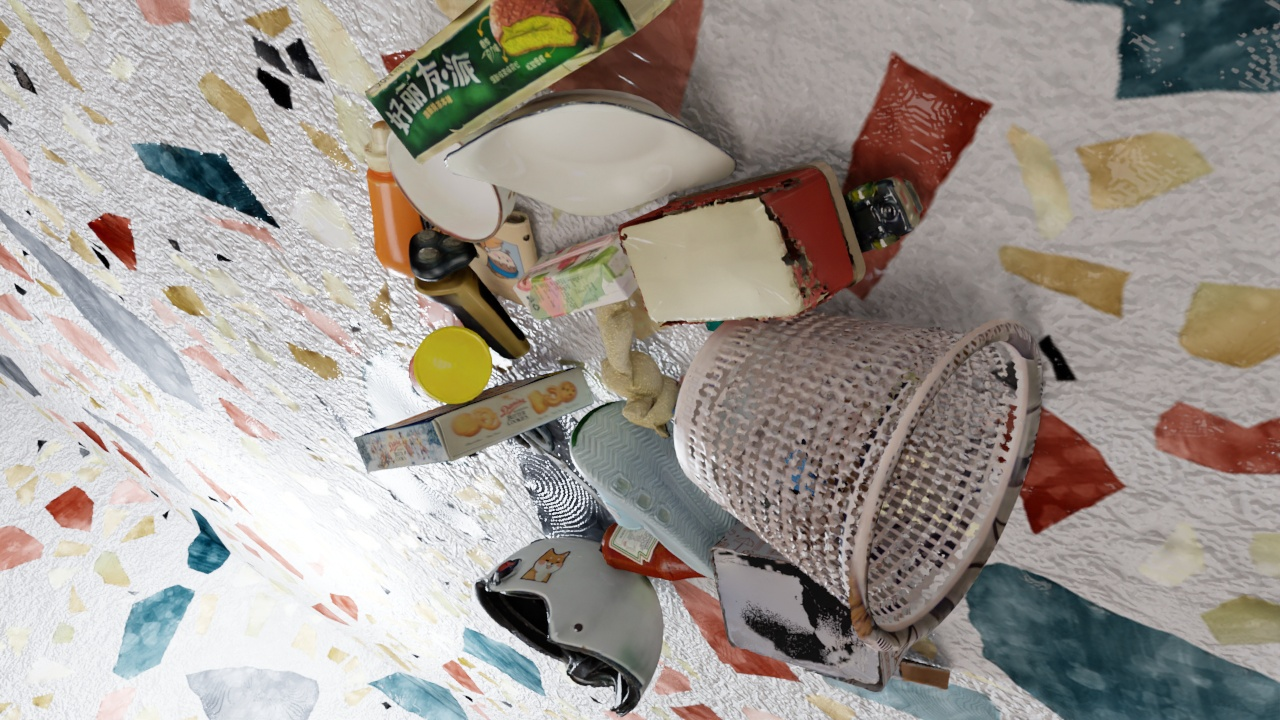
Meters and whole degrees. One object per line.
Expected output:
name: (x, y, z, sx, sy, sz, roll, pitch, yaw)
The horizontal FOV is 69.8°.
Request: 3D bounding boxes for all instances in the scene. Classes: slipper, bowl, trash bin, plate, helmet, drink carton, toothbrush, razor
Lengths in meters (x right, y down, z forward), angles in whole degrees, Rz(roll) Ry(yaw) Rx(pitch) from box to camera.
slipper: (0.018, 0.133, 0.932, 0.074, 0.103, 0.245, -8, 133, 50)
bowl: (-0.144, -0.160, 0.750, 0.113, 0.062, 0.114, 23, 143, 18)
trash bin: (0.139, 0.056, 0.646, 0.192, 0.227, 0.228, 24, 147, 41)
plate: (-0.033, -0.147, 0.634, 0.164, 0.034, 0.164, -10, 166, 41)
helmet: (-0.076, 0.315, 1.186, 0.274, 0.156, 0.230, 12, 142, 49)
drink carton: (-0.050, -0.073, 0.778, 0.123, 0.053, 0.045, -10, 125, 47)
toothbrush: (0.172, 0.123, 0.852, 0.014, 0.016, 0.190, 42, 146, -22)
razor: (-0.155, -0.057, 0.865, 0.068, 0.062, 0.167, -28, 137, 9)

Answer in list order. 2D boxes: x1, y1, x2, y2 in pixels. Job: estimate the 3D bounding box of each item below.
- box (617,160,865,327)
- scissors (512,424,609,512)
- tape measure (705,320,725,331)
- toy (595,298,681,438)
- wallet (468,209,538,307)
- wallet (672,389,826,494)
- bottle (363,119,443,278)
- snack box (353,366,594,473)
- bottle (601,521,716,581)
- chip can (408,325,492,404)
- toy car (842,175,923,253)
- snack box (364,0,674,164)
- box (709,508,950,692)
box: (0.057, -0.069, 0.623, 0.169, 0.079, 0.091, -1, 115, 56)
scissors: (-0.089, 0.122, 1.090, 0.175, 0.014, 0.136, 28, 147, 13)
tape measure: (0.073, -0.042, 0.730, 0.058, 0.025, 0.054, 9, 139, 34)
toy: (-0.005, 0.005, 0.823, 0.157, 0.066, 0.105, 67, 177, -46)
wallet: (-0.131, -0.100, 0.847, 0.087, 0.024, 0.115, 19, 148, 19)
wallet: (0.100, 0.073, 0.837, 0.133, 0.040, 0.106, 14, 149, 30)
bottle: (-0.220, -0.149, 0.838, 0.067, 0.066, 0.150, 20, 136, 23)
snack box: (-0.171, 0.061, 0.941, 0.183, 0.177, 0.046, -14, 96, 48)
bottle: (0.047, 0.227, 1.055, 0.206, 0.059, 0.060, 3, 134, 39)
chip can: (-0.198, 0.009, 0.933, 0.073, 0.073, 0.217, 43, 167, -10)
toy car: (0.140, -0.090, 0.597, 0.091, 0.035, 0.042, -18, 100, 57)
snack box: (-0.066, -0.207, 0.573, 0.241, 0.114, 0.063, -11, 122, 49)
box: (0.193, 0.270, 0.932, 0.179, 0.125, 0.274, 5, 140, 39)
